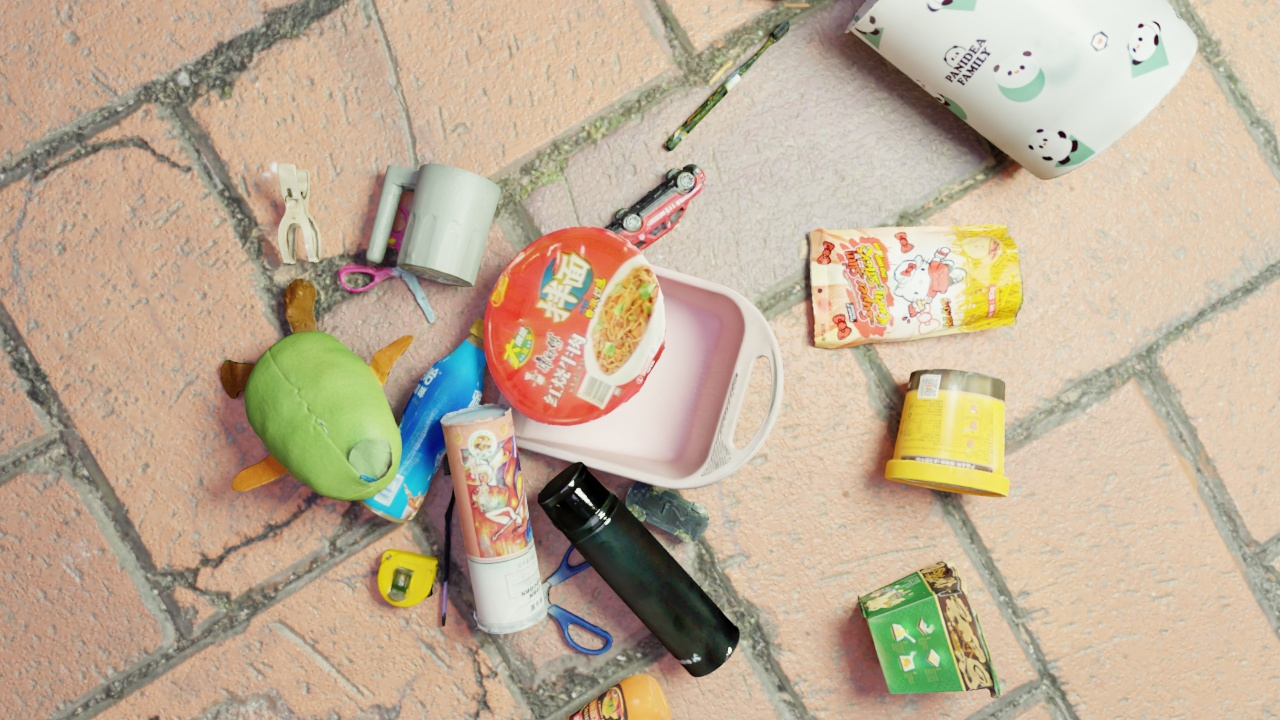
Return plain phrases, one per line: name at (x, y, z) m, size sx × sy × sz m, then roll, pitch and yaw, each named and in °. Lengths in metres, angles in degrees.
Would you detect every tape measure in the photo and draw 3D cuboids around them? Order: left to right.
tape measure at (-0.242, 0.225, 0.945) m, size 0.060 × 0.029 × 0.057 m, roll 13°, pitch 89°, yaw -2°

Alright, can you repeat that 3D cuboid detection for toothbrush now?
toothbrush at (-0.202, 0.183, 0.955) m, size 0.017 × 0.014 × 0.189 m, roll 3°, pitch 90°, yaw 5°
toothbrush at (0.092, -0.291, 0.969) m, size 0.012 × 0.017 × 0.186 m, roll 44°, pitch 88°, yaw -4°

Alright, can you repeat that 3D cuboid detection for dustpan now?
dustpan at (-0.005, 0.005, 0.902) m, size 0.273 × 0.139 × 0.222 m, roll 14°, pitch 89°, yaw -3°

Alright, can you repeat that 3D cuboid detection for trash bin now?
trash bin at (0.369, -0.326, 0.886) m, size 0.252 × 0.229 × 0.229 m, roll 40°, pitch 88°, yaw -6°

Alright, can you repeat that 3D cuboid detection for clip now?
clip at (-0.352, -0.149, 0.940) m, size 0.034 × 0.070 × 0.100 m, roll -6°, pitch 96°, yaw -1°

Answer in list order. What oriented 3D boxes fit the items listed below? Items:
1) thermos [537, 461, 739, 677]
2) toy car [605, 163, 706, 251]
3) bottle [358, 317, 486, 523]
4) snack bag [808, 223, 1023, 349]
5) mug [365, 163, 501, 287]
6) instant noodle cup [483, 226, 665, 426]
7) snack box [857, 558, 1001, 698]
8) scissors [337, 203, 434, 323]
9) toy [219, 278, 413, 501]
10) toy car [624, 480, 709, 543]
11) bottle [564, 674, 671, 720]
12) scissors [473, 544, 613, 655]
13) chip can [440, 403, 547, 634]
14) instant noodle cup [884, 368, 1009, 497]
thermos at (-0.007, 0.210, 0.924) m, size 0.242 × 0.090 × 0.068 m, roll 49°, pitch 56°, yaw -10°
toy car at (0.018, -0.156, 0.949) m, size 0.120 × 0.053 × 0.045 m, roll -39°, pitch 112°, yaw 4°
bottle at (-0.208, 0.057, 0.931) m, size 0.065 × 0.065 × 0.218 m, roll 30°, pitch 88°, yaw -2°
snack bag at (0.283, -0.081, 0.959) m, size 0.208 × 0.073 × 0.128 m, roll -4°, pitch 90°, yaw 5°
mug at (-0.211, -0.137, 0.924) m, size 0.124 × 0.083 × 0.103 m, roll 11°, pitch 83°, yaw 14°
instant noodle cup at (-0.055, -0.029, 0.890) m, size 0.194 × 0.065 × 0.193 m, roll -5°, pitch 79°, yaw 24°
snack box at (0.287, 0.279, 0.932) m, size 0.106 × 0.118 × 0.117 m, roll -17°, pitch 89°, yaw 10°
scissors at (-0.253, -0.096, 0.956) m, size 0.133 × 0.017 × 0.133 m, roll -26°, pitch 94°, yaw -6°
toy at (-0.316, 0.044, 0.899) m, size 0.227 × 0.090 × 0.246 m, roll -44°, pitch 64°, yaw 0°
toy car at (0.027, 0.155, 0.954) m, size 0.090 × 0.034 × 0.043 m, roll 25°, pitch 86°, yaw -4°
bottle at (-0.044, 0.378, 0.938) m, size 0.149 × 0.066 × 0.067 m, roll -28°, pitch 90°, yaw 4°
scissors at (-0.093, 0.244, 0.960) m, size 0.176 × 0.012 × 0.162 m, roll 40°, pitch 89°, yaw 0°
chip can at (-0.143, 0.153, 0.899) m, size 0.071 × 0.071 × 0.215 m, roll -9°, pitch 101°, yaw -3°
instant noodle cup at (0.314, 0.073, 0.929) m, size 0.118 × 0.118 × 0.114 m, roll 9°, pitch 82°, yaw -2°
